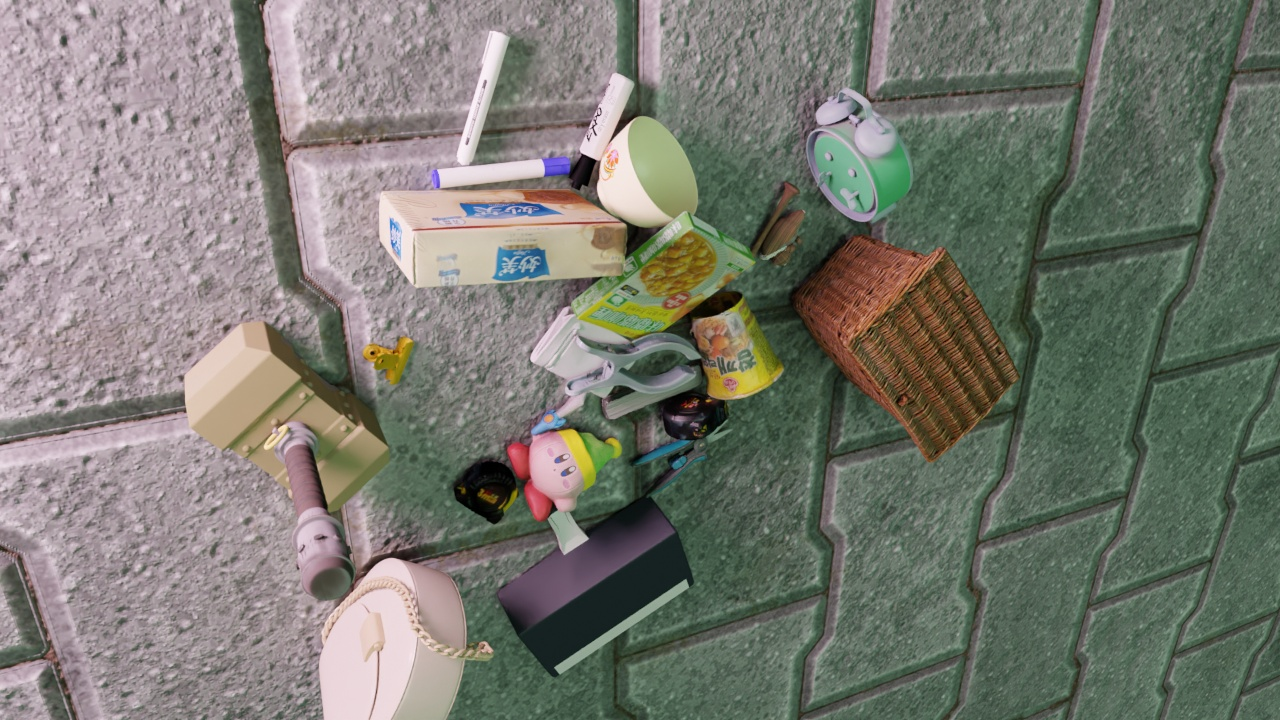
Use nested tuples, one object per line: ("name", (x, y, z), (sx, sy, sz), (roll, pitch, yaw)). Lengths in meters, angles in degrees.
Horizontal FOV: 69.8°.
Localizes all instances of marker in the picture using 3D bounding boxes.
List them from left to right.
("marker", (-0.158, -0.258, 0.907), (0.020, 0.017, 0.134), (22, 105, 5))
("marker", (-0.142, -0.194, 0.943), (0.141, 0.020, 0.020), (-11, 117, -22))
("marker", (-0.043, -0.239, 0.969), (0.025, 0.025, 0.126), (18, 104, -32))

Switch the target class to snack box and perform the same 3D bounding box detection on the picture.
("snack box", (-0.136, -0.125, 0.898), (0.207, 0.153, 0.055), (-6, 115, -25))
("snack box", (0.026, -0.086, 1.010), (0.168, 0.027, 0.131), (-36, 151, 25))

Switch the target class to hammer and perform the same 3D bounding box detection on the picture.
("hammer", (-0.300, 0.106, 0.820), (0.100, 0.325, 0.190), (-43, 125, -3))

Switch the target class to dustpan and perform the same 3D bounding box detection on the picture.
("dustpan", (-0.066, 0.272, 1.193), (0.236, 0.080, 0.273), (-31, 144, -11))

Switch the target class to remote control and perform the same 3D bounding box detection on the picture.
("remote control", (0.016, 0.038, 1.137), (0.136, 0.013, 0.033), (-22, 122, -18))

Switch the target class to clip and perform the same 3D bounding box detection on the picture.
("clip", (-0.266, 0.000, 0.967), (0.046, 0.035, 0.053), (15, 107, -39))
("clip", (-0.010, 0.018, 1.073), (0.163, 0.028, 0.108), (2, 122, -27))

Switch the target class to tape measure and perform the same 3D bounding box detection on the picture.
("tape measure", (-0.179, 0.149, 1.079), (0.067, 0.038, 0.063), (37, 102, -32))
("tape measure", (0.064, 0.070, 1.142), (0.071, 0.072, 0.042), (-41, 133, -40))

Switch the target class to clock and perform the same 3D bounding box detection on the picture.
("clock", (0.245, -0.237, 1.049), (0.075, 0.122, 0.162), (-35, 142, -10))

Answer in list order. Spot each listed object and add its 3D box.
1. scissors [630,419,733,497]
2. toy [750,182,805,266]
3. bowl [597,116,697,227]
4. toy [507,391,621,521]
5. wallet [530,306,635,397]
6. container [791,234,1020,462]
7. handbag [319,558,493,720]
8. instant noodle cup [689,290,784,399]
("scissors", (0.051, 0.125, 1.192), (0.122, 0.019, 0.149), (24, 96, -29))
("toy", (0.173, -0.158, 1.108), (0.055, 0.041, 0.102), (27, 108, -11))
("bowl", (-0.003, -0.189, 0.977), (0.074, 0.117, 0.118), (-21, 134, 35))
("toy", (-0.087, 0.114, 1.098), (0.131, 0.097, 0.124), (-24, 83, -6))
("wallet", (-0.063, -0.011, 1.066), (0.116, 0.032, 0.086), (32, 105, -38))
("container", (0.320, -0.030, 1.154), (0.162, 0.183, 0.250), (-44, 124, -1))
("handbag", (-0.270, 0.334, 1.013), (0.103, 0.210, 0.209), (26, 107, -34))
("instant noodle cup", (0.111, -0.022, 1.113), (0.102, 0.102, 0.108), (-29, 114, -12))
